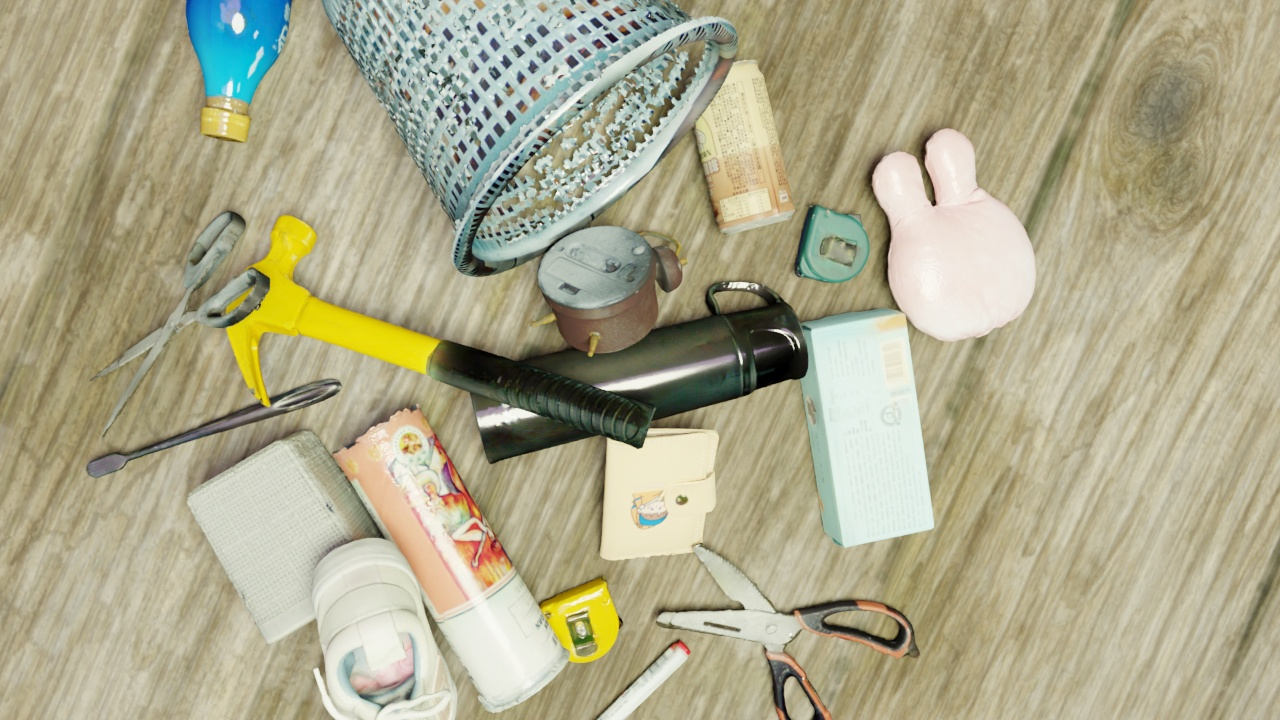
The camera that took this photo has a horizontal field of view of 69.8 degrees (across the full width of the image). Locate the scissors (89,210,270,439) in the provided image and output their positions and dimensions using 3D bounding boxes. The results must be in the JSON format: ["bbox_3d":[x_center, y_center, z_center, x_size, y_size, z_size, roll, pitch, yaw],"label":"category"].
[{"bbox_3d":[-0.312,-0.026,0.623,0.014,0.160,0.180,37,62,-49],"label":"scissors"}]

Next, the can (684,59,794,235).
[{"bbox_3d":[0.073,-0.155,0.674,0.058,0.058,0.116,-15,97,-7],"label":"can"}]

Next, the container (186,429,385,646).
[{"bbox_3d":[-0.242,0.117,0.639,0.090,0.090,0.114,-31,95,-5],"label":"container"}]

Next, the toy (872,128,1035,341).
[{"bbox_3d":[0.239,-0.094,0.704,0.121,0.054,0.159,-24,98,-13],"label":"toy"}]

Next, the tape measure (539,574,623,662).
[{"bbox_3d":[-0.045,0.202,0.702,0.060,0.029,0.057,-21,98,-6],"label":"tape measure"}]

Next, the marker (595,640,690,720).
[{"bbox_3d":[-0.017,0.275,0.718,0.145,0.017,0.017,-43,99,-3],"label":"marker"}]

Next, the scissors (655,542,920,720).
[{"bbox_3d":[0.122,0.222,0.728,0.189,0.015,0.227,-24,102,-7],"label":"scissors"}]

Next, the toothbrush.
[{"bbox_3d":[-0.304,0.047,0.661,0.181,0.018,0.015,-20,92,-8],"label":"toothbrush"}]

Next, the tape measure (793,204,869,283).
[{"bbox_3d":[0.149,-0.087,0.707,0.054,0.025,0.058,13,94,-8],"label":"tape measure"}]

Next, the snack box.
[{"bbox_3d":[0.171,0.051,0.708,0.074,0.051,0.175,-10,95,-6],"label":"snack box"}]

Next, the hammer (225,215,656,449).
[{"bbox_3d":[-0.137,0.000,0.618,0.301,0.033,0.128,17,71,5],"label":"hammer"}]

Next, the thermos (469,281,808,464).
[{"bbox_3d":[-0.004,0.004,0.680,0.242,0.068,0.090,-15,64,-8],"label":"thermos"}]

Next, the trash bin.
[{"bbox_3d":[-0.084,-0.198,0.583,0.226,0.226,0.195,-39,86,-3],"label":"trash bin"}]

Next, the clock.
[{"bbox_3d":[-0.019,-0.058,0.654,0.121,0.082,0.055,-46,145,-27],"label":"clock"}]

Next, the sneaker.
[{"bbox_3d":[-0.161,0.232,0.611,0.089,0.090,0.243,-15,130,-22],"label":"sneaker"}]

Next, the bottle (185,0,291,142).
[{"bbox_3d":[-0.266,-0.258,0.614,0.065,0.065,0.218,9,93,-9],"label":"bottle"}]

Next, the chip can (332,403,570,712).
[{"bbox_3d":[-0.135,0.139,0.656,0.071,0.071,0.214,-31,93,-5],"label":"chip can"}]

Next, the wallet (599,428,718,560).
[{"bbox_3d":[0.015,0.100,0.682,0.087,0.024,0.115,-4,121,-12],"label":"wallet"}]
